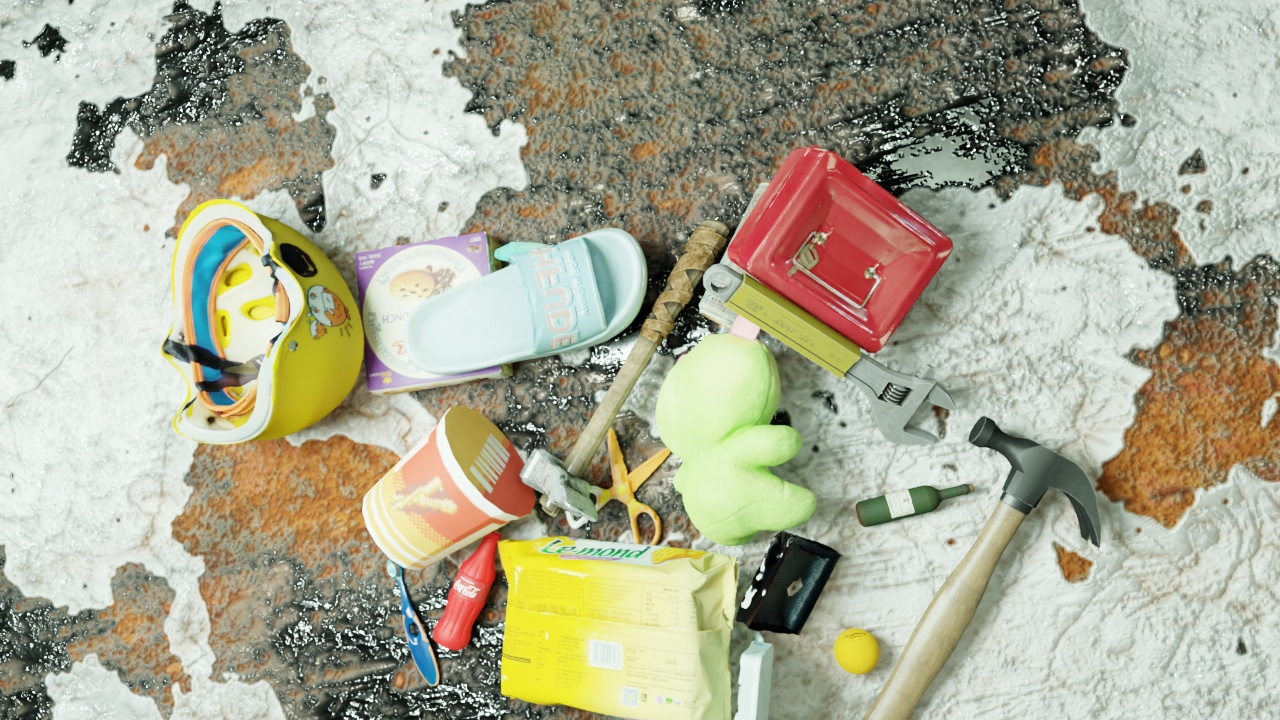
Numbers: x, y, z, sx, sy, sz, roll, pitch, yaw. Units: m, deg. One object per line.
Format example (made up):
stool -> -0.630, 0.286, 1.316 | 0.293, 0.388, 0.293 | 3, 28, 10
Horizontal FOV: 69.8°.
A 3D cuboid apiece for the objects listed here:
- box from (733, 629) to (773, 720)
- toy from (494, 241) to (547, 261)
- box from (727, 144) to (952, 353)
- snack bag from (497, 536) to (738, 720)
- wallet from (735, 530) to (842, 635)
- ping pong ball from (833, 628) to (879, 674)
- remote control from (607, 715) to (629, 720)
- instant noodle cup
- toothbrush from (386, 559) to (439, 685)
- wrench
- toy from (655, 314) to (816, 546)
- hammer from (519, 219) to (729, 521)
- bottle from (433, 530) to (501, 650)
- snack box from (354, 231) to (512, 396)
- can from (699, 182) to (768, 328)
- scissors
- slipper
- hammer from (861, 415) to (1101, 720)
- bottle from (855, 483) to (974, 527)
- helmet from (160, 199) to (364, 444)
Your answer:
box -> 0.092, 0.339, 0.793 | 0.041, 0.134, 0.197 | 6, 86, 13
toy -> -0.099, -0.070, 0.915 | 0.085, 0.033, 0.105 | -8, 84, 0
box -> 0.173, -0.099, 0.812 | 0.157, 0.092, 0.129 | 33, 93, -19
snack bag -> -0.030, 0.248, 0.835 | 0.248, 0.068, 0.159 | -1, 86, 27
wallet -> 0.131, 0.199, 0.813 | 0.026, 0.115, 0.089 | 27, 89, 38
ping pong ball -> 0.195, 0.262, 0.827 | 0.040, 0.040, 0.040 | -1, 85, 11
remote control -> 0.008, 0.279, 0.880 | 0.045, 0.008, 0.146 | 33, 92, 12
instant noodle cup -> -0.188, 0.129, 0.881 | 0.121, 0.123, 0.123 | -36, 79, 14
toothbrush -> -0.230, 0.263, 0.924 | 0.021, 0.017, 0.135 | -23, 81, 10
wrench -> 0.165, -0.005, 0.795 | 0.273, 0.018, 0.084 | 30, 124, -17
toy -> 0.074, 0.068, 0.825 | 0.151, 0.107, 0.196 | -32, 78, 49
hammer -> -0.005, 0.005, 0.867 | 0.049, 0.122, 0.318 | 34, 83, -25
bottle -> -0.167, 0.224, 0.905 | 0.036, 0.036, 0.119 | 22, 90, 12
snack box -> -0.210, -0.047, 0.933 | 0.143, 0.040, 0.148 | -8, 84, 10
can -> 0.107, -0.096, 0.868 | 0.054, 0.054, 0.135 | 27, 91, 12
scissors -> -0.023, 0.129, 0.897 | 0.128, 0.011, 0.125 | -13, 84, 10
slipper -> -0.109, -0.050, 0.860 | 0.245, 0.074, 0.104 | -18, 85, 3
hammer -> 0.286, 0.213, 0.810 | 0.132, 0.040, 0.305 | 29, 95, 4
bottle -> 0.250, 0.128, 0.835 | 0.106, 0.025, 0.025 | -16, 82, 10
helmet -> -0.362, -0.034, 0.912 | 0.210, 0.139, 0.239 | -29, 68, 31
